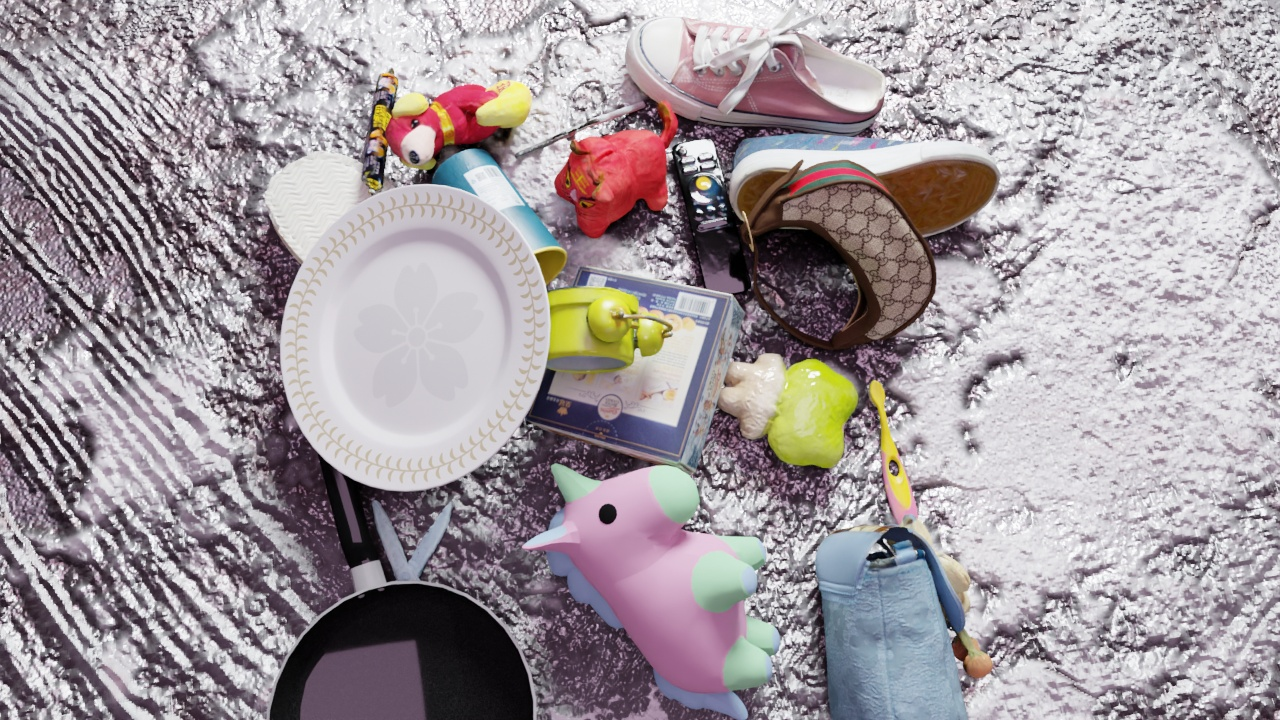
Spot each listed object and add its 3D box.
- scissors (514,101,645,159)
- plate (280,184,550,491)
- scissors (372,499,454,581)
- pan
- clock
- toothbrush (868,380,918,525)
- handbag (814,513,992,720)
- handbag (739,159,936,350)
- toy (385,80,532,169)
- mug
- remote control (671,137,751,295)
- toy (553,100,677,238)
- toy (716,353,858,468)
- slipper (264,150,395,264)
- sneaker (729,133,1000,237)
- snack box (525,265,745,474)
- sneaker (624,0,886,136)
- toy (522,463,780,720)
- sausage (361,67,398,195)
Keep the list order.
[{"bbox_3d":[-0.052,-0.202,0.799,0.174,0.142,0.014,-33,108,-37],"label":"scissors"},{"bbox_3d":[-0.180,-0.019,0.725,0.243,0.016,0.242,-2,83,19],"label":"plate"},{"bbox_3d":[-0.205,0.201,0.757,0.168,0.014,0.170,-26,80,-5],"label":"scissors"},{"bbox_3d":[-0.205,0.206,0.726,0.204,0.044,0.355,-18,76,-5],"label":"pan"},{"bbox_3d":[-0.031,-0.026,0.706,0.119,0.083,0.057,-9,74,34],"label":"clock"},{"bbox_3d":[0.214,0.083,0.780,0.021,0.016,0.135,-11,81,-4],"label":"toothbrush"},{"bbox_3d":[0.203,0.216,0.700,0.118,0.122,0.191,-5,78,-11],"label":"handbag"},{"bbox_3d":[0.159,-0.085,0.764,0.138,0.063,0.166,-35,112,15],"label":"handbag"},{"bbox_3d":[-0.161,-0.216,0.810,0.137,0.105,0.067,-28,119,-20],"label":"toy"},{"bbox_3d":[-0.127,-0.119,0.795,0.078,0.078,0.121,-31,75,-6],"label":"mug"},{"bbox_3d":[0.062,-0.128,0.821,0.041,0.020,0.151,-12,77,-2],"label":"remote control"},{"bbox_3d":[-0.010,-0.174,0.794,0.132,0.094,0.088,-43,81,-10],"label":"toy"},{"bbox_3d":[0.121,0.038,0.775,0.118,0.043,0.092,18,81,7],"label":"toy"},{"bbox_3d":[-0.217,-0.073,0.794,0.114,0.054,0.272,-43,77,-12],"label":"slipper"},{"bbox_3d":[0.191,-0.162,0.810,0.235,0.088,0.079,-1,43,-3],"label":"sneaker"},{"bbox_3d":[-0.005,0.004,0.761,0.144,0.042,0.145,14,79,23],"label":"snack box"},{"bbox_3d":[0.104,-0.262,0.814,0.241,0.088,0.118,12,78,2],"label":"sneaker"},{"bbox_3d":[0.013,0.181,0.716,0.171,0.120,0.222,-7,102,19],"label":"toy"},{"bbox_3d":[-0.232,-0.207,0.817,0.020,0.020,0.155,-2,57,0],"label":"sausage"}]
